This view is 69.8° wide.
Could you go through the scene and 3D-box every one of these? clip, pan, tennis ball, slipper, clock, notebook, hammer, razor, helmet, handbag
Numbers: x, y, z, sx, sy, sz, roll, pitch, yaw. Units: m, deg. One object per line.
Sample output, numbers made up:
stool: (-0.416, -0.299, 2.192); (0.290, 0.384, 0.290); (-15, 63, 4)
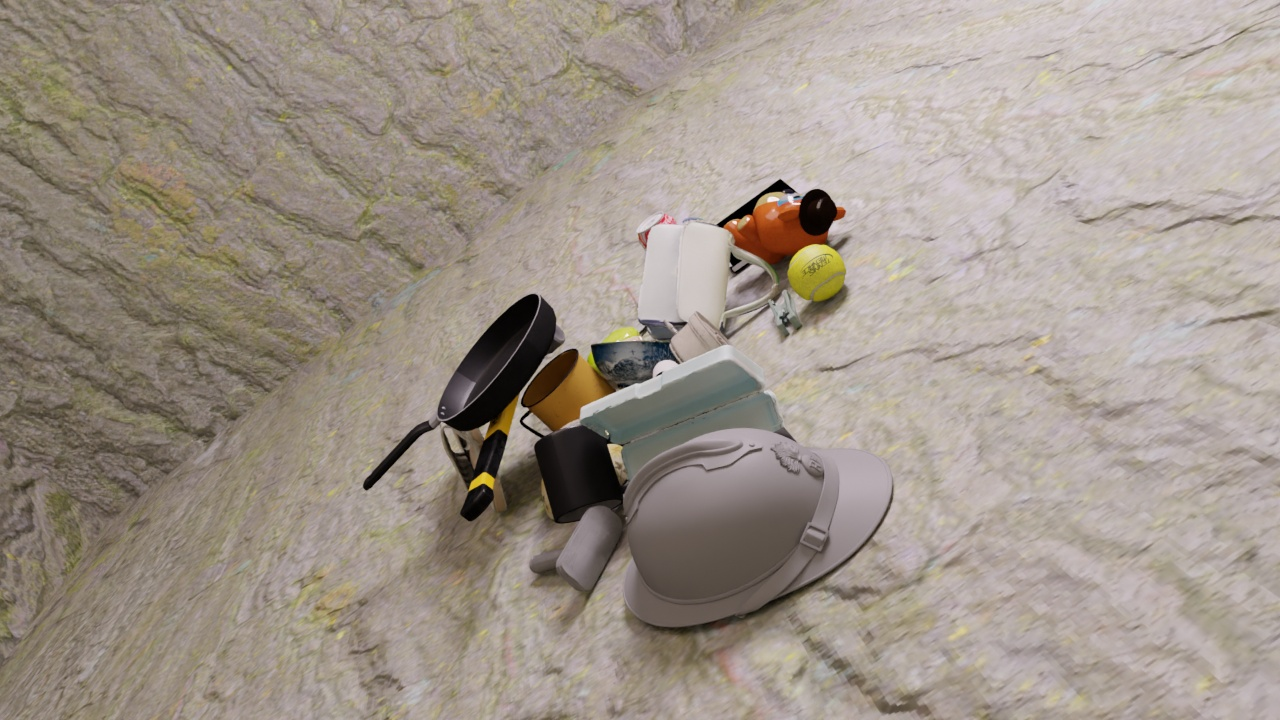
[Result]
clip: (0.172, -0.058, 1.094); (0.043, 0.023, 0.075); (-32, 25, 15)
pan: (-0.235, 0.056, 1.191); (0.356, 0.044, 0.204); (-45, 22, 13)
tennis ball: (0.205, -0.102, 1.066); (0.065, 0.065, 0.065); (-33, 22, 15)
slipper: (-0.237, 0.132, 1.269); (0.054, 0.114, 0.273); (-25, 26, -15)
clock: (0.085, 0.014, 1.013); (0.061, 0.103, 0.156); (-43, 46, 9)
notebook: (0.177, -0.206, 1.388); (0.149, 0.016, 0.206); (-35, 22, 8)
hammer: (-0.176, 0.082, 1.132); (0.170, 0.034, 0.323); (-39, 22, 23)
razor: (-0.080, 0.206, 0.966); (0.116, 0.047, 0.088); (-28, 23, 46)
helmet: (0.067, 0.115, 0.791); (0.272, 0.118, 0.183); (-27, 25, 25)
handbag: (0.090, -0.104, 1.180); (0.176, 0.074, 0.151); (3, 72, 17)

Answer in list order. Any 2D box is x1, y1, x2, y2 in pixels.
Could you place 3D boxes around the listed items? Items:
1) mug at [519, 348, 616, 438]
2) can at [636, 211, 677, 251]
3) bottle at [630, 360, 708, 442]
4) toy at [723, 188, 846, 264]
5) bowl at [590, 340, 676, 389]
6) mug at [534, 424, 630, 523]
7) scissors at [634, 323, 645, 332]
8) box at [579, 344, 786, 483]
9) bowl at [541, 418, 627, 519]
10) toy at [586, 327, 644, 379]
mug: (-0.095, 0.060, 1.195); (0.124, 0.094, 0.100); (-40, 21, 13)
can: (0.045, -0.173, 1.414); (0.064, 0.105, 0.064); (-33, 22, 15)
bottle: (0.033, 0.053, 1.067); (0.084, 0.046, 0.173); (-33, 22, 15)
toy: (0.190, -0.173, 1.196); (0.112, 0.096, 0.176); (-4, 6, -30)
bowl: (-0.007, 0.007, 1.185); (0.114, 0.060, 0.114); (0, -3, 0)
mug: (-0.052, 0.120, 1.005); (0.113, 0.088, 0.078); (-9, -21, -26)
scissors: (0.041, -0.085, 1.368); (0.125, 0.019, 0.155); (-18, 32, 47)
box: (0.041, 0.067, 0.922); (0.198, 0.126, 0.074); (-25, -2, 34)
bowl: (-0.072, 0.116, 1.092); (0.145, 0.063, 0.145); (-33, 23, 16)
toy: (-0.029, -0.008, 1.297); (0.092, 0.043, 0.118); (-42, 24, -12)
